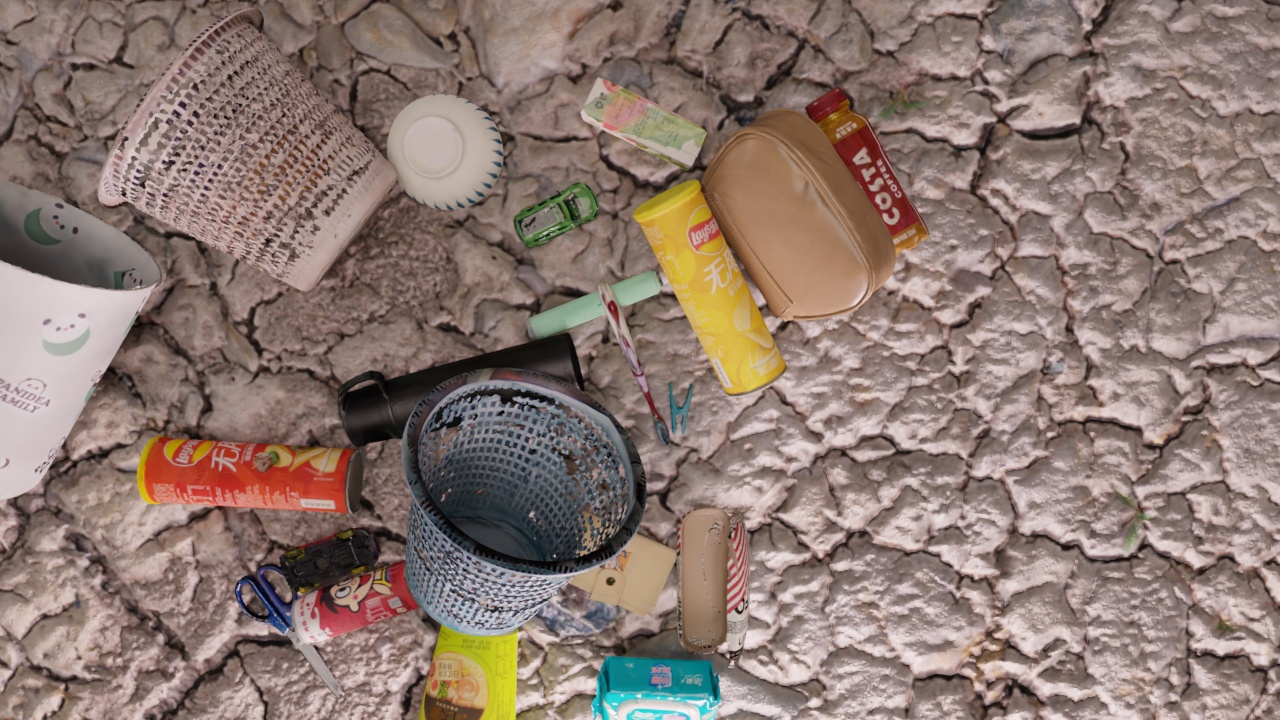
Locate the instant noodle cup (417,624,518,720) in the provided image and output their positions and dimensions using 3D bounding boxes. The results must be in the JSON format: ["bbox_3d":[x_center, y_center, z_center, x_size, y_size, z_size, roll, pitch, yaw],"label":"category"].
[{"bbox_3d":[-0.177,0.335,0.964,0.111,0.111,0.123,7,88,0],"label":"instant noodle cup"}]

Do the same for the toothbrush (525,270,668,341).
[{"bbox_3d":[-0.013,-0.071,0.954,0.224,0.026,0.027,-21,95,2],"label":"toothbrush"}]

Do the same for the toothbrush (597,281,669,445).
[{"bbox_3d":[-0.006,0.006,0.951,0.016,0.017,0.187,-21,106,3],"label":"toothbrush"}]

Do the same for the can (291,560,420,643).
[{"bbox_3d":[-0.298,0.257,0.978,0.133,0.053,0.053,-19,95,3],"label":"can"}]

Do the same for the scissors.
[{"bbox_3d":[-0.387,0.306,1.006,0.108,0.012,0.175,-9,97,0],"label":"scissors"}]

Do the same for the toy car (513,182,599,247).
[{"bbox_3d":[-0.087,-0.149,0.942,0.091,0.036,0.043,-27,94,-1],"label":"toy car"}]

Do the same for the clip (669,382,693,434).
[{"bbox_3d":[0.041,0.051,0.973,0.039,0.014,0.056,5,95,1],"label":"clip"}]

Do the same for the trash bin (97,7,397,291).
[{"bbox_3d":[-0.350,-0.178,0.866,0.192,0.227,0.227,37,95,-16],"label":"trash bin"}]

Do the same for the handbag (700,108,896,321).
[{"bbox_3d":[0.152,-0.138,0.899,0.148,0.099,0.204,-28,99,48],"label":"handbag"}]

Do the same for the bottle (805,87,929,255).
[{"bbox_3d":[0.225,-0.188,0.922,0.057,0.057,0.175,-30,95,3],"label":"bottle"}]

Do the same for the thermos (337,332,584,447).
[{"bbox_3d":[-0.184,0.027,0.936,0.242,0.090,0.068,-14,53,1],"label":"thermos"}]

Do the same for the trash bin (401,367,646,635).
[{"bbox_3d":[-0.134,0.152,0.879,0.226,0.225,0.196,28,131,-2],"label":"trash bin"}]

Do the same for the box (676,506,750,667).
[{"bbox_3d":[0.073,0.236,0.968,0.088,0.076,0.163,0,99,18],"label":"box"}]

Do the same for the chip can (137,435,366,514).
[{"bbox_3d":[-0.401,0.120,0.955,0.216,0.073,0.073,4,96,1],"label":"chip can"}]

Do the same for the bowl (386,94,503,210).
[{"bbox_3d":[-0.200,-0.211,0.920,0.116,0.066,0.116,0,96,1],"label":"bowl"}]

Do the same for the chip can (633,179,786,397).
[{"bbox_3d":[0.071,-0.069,0.911,0.072,0.072,0.213,-27,105,3],"label":"chip can"}]

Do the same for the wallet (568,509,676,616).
[{"bbox_3d":[-0.028,0.222,0.987,0.115,0.024,0.087,23,97,-3],"label":"wallet"}]

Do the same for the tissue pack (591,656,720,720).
[{"bbox_3d":[0.015,0.355,0.967,0.133,0.050,0.093,3,134,1],"label":"tissue pack"}]

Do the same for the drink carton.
[{"bbox_3d":[0.005,-0.237,0.922,0.122,0.053,0.045,24,95,-3],"label":"drink carton"}]

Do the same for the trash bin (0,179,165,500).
[{"bbox_3d":[-0.623,-0.018,0.875,0.229,0.229,0.252,30,100,-3],"label":"trash bin"}]

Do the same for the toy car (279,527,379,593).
[{"bbox_3d":[-0.332,0.212,0.984,0.106,0.031,0.049,-20,96,4],"label":"toy car"}]
